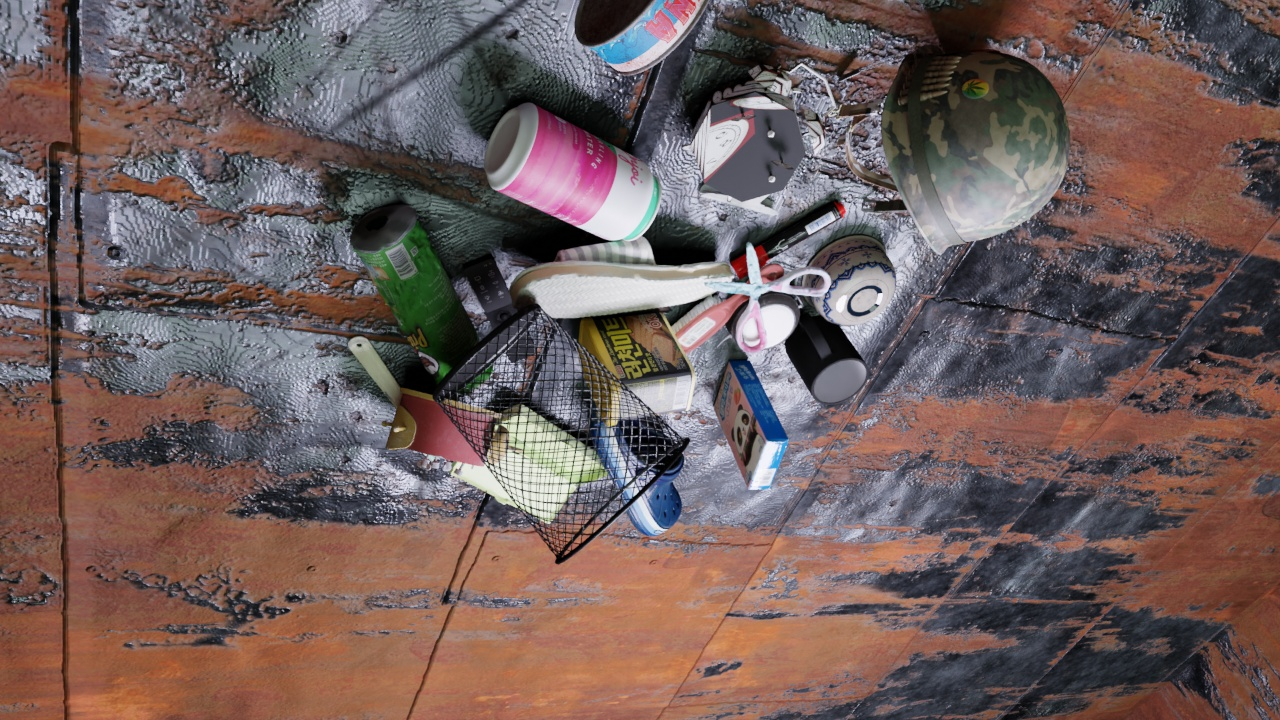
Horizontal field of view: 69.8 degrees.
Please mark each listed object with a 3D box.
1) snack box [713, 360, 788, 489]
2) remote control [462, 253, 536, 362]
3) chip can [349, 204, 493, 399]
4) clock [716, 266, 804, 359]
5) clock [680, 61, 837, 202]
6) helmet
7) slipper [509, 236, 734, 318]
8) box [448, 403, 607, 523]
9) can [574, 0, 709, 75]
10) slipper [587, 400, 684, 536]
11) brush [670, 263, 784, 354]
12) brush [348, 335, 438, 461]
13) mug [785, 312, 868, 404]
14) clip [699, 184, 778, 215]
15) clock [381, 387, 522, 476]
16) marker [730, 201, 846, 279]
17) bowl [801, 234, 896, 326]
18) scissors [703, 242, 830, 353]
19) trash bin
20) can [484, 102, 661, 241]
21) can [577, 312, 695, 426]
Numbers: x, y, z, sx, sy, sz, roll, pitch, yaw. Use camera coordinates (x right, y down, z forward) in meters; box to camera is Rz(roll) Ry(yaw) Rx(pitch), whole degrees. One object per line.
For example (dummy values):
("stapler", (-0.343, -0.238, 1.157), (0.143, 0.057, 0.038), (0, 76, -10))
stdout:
("snack box", (0.139, 0.080, 1.173), (0.033, 0.154, 0.088), (0, 129, -17))
("remote control", (-0.157, -0.056, 1.039), (0.034, 0.013, 0.150), (-21, 134, -1))
("chip can", (-0.227, -0.058, 0.969), (0.075, 0.075, 0.223), (-21, 133, -1))
("clock", (0.154, -0.056, 1.133), (0.091, 0.043, 0.123), (14, 124, -30))
("clock", (0.124, -0.230, 0.922), (0.155, 0.064, 0.114), (-35, 113, 25))
("helmet", (0.311, -0.220, 0.946), (0.237, 0.223, 0.192), (-18, 146, 31))
("slipper", (-0.017, -0.091, 1.012), (0.272, 0.054, 0.115), (-3, 156, -34))
("box", (-0.140, 0.133, 1.193), (0.141, 0.048, 0.187), (-43, 131, 14))
("can", (0.003, -0.313, 0.786), (0.044, 0.129, 0.130), (29, 115, -37))
("slipper", (0.010, 0.141, 1.212), (0.095, 0.105, 0.253), (-21, 132, 9))
("brush", (0.098, -0.068, 1.099), (0.173, 0.030, 0.041), (-38, 137, 24))
("brush", (-0.285, 0.048, 1.087), (0.033, 0.012, 0.218), (-23, 132, 1))
("mug", (0.232, -0.011, 1.171), (0.078, 0.088, 0.113), (-29, 134, 6))
("clip", (0.121, -0.193, 1.017), (0.101, 0.040, 0.054), (9, 145, -28))
("clock", (-0.213, 0.090, 1.056), (0.158, 0.117, 0.081), (18, 83, -25))
("marker", (0.174, -0.142, 1.077), (0.145, 0.023, 0.021), (-30, 157, 7))
("bowl", (0.264, -0.091, 1.132), (0.115, 0.059, 0.116), (-10, 133, -12))
("scissors", (0.153, -0.081, 1.066), (0.168, 0.014, 0.171), (-24, 135, -5))
("trash bin", (-0.088, 0.067, 0.938), (0.184, 0.183, 0.210), (-43, 89, 18))
("can", (-0.066, -0.182, 0.907), (0.165, 0.088, 0.088), (20, 121, -33))
("can", (-0.006, 0.006, 1.071), (0.101, 0.130, 0.073), (-7, 132, -18))
